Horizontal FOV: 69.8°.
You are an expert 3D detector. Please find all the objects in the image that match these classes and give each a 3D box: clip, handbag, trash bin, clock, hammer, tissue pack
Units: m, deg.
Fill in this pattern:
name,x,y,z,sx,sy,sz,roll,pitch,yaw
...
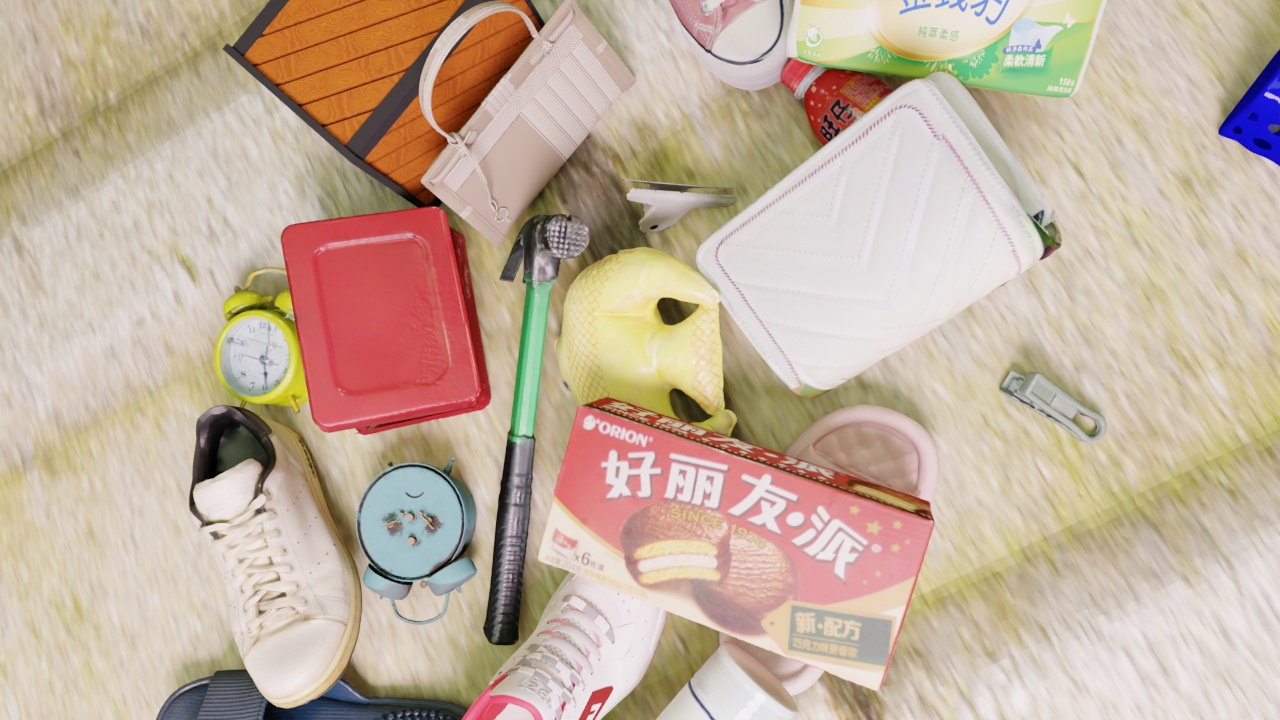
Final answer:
name,x,y,z,sx,sy,sz,roll,pitch,yaw
clip,0.292,0.033,0.640,0.076,0.061,0.023,32,92,-2
handbag,-0.099,-0.188,0.658,0.062,0.198,0.175,40,92,13
trash bin,-0.181,-0.237,0.710,0.140,0.139,0.172,41,92,13
handbag,0.156,-0.079,0.613,0.199,0.096,0.142,-35,92,32
clock,-0.300,-0.016,0.749,0.083,0.057,0.119,-1,89,13
clip,0.018,-0.127,0.703,0.054,0.101,0.043,-20,76,53
hammer,-0.088,0.053,0.684,0.032,0.130,0.319,5,94,-22
clock,-0.169,0.139,0.707,0.090,0.053,0.124,-5,82,12
tissue pack,0.204,-0.254,0.640,0.198,0.141,0.120,16,115,3

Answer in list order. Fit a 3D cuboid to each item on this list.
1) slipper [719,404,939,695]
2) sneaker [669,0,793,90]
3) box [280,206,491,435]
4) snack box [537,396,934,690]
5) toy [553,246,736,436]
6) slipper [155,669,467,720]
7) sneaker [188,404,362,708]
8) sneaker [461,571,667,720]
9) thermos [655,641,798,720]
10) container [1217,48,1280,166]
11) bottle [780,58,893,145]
name,x,y,z,sx,sy,sz,roll,pitch,yaw
slipper,0.126,0.132,0.647,0.107,0.055,0.221,28,92,15
sneaker,0.040,-0.318,0.702,0.118,0.088,0.241,-35,77,6
box,-0.191,-0.030,0.698,0.137,0.127,0.157,-14,81,5
snack box,0.060,0.113,0.602,0.236,0.060,0.113,18,97,13
toy,-0.004,0.004,0.671,0.155,0.064,0.170,-2,102,36
slipper,-0.248,0.278,0.675,0.264,0.083,0.101,3,53,8
sneaker,-0.276,0.128,0.673,0.089,0.102,0.241,-25,58,-6
sneaker,-0.059,0.219,0.627,0.090,0.104,0.236,36,74,13
thermos,0.007,0.293,0.608,0.068,0.068,0.230,41,92,13
container,0.464,-0.162,0.600,0.113,0.084,0.085,37,93,14
bottle,0.162,-0.175,0.674,0.137,0.062,0.062,44,93,14
